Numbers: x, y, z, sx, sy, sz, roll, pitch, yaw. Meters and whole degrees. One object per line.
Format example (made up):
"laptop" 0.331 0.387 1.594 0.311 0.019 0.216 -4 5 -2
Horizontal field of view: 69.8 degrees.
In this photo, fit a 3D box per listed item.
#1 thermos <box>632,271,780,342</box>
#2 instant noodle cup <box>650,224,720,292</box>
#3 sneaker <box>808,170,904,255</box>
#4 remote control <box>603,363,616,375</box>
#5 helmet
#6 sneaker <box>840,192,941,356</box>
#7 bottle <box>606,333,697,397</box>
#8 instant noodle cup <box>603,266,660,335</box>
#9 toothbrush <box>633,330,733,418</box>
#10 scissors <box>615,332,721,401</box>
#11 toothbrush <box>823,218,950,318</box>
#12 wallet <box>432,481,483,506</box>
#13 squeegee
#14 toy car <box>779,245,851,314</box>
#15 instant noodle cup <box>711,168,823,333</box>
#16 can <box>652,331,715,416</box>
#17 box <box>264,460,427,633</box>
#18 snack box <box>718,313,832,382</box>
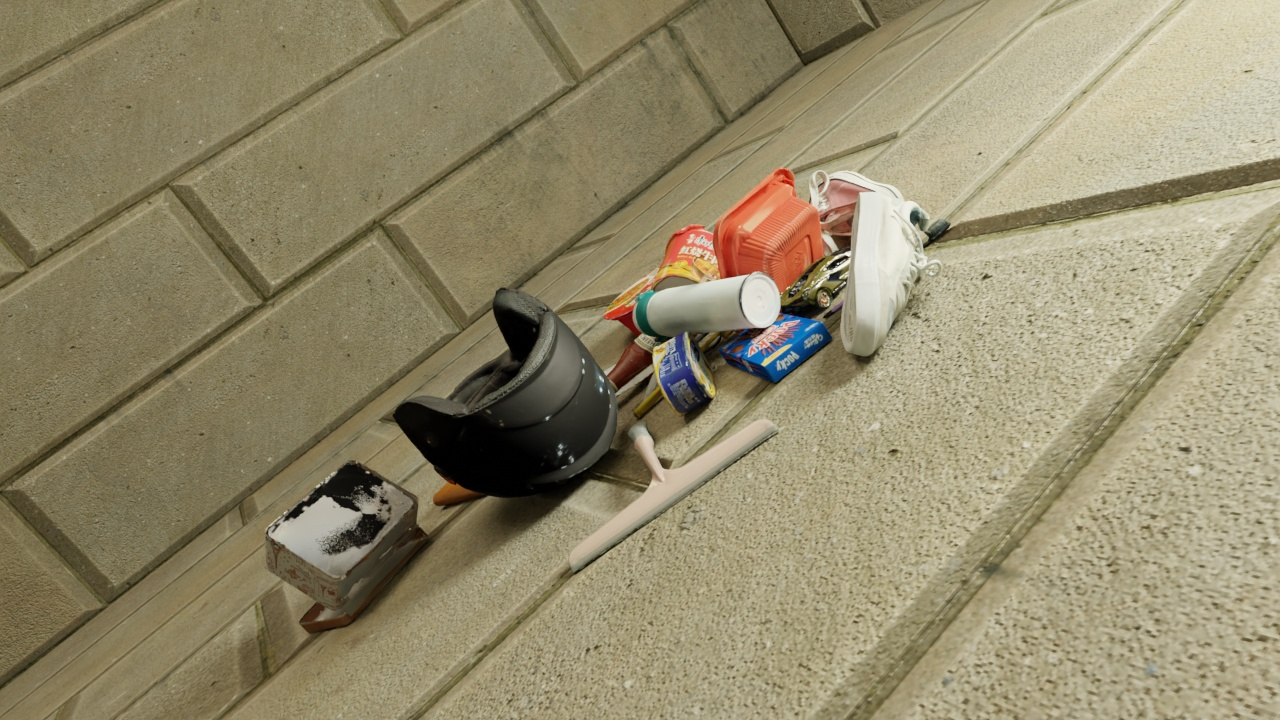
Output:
"thermos" 0.076 -0.064 1.178 0.073 0.073 0.225 -44 23 -31
"instant noodle cup" 0.082 -0.113 1.367 0.138 0.138 0.108 -22 29 43
"sneaker" 0.275 -0.207 1.270 0.087 0.118 0.241 -17 18 -9
"remote control" -0.061 0.036 1.413 0.136 0.020 0.055 -31 14 20
"helmet" -0.162 0.061 1.153 0.232 0.230 0.276 -53 14 -32
"sneaker" 0.267 -0.091 0.976 0.091 0.090 0.241 9 47 9
"bottle" -0.008 0.008 1.303 0.205 0.060 0.060 -40 15 -18
"instant noodle cup" 0.031 -0.105 1.565 0.194 0.066 0.193 -33 16 10
"toothbrush" 0.061 0.011 1.221 0.189 0.016 0.016 -43 -19 -18
"scissors" 0.035 -0.005 1.255 0.175 0.014 0.159 -14 51 3
"toothbrush" 0.291 -0.109 1.090 0.189 0.017 0.014 -37 14 0
"wallet" -0.241 0.169 1.389 0.131 0.035 0.118 -21 26 43
"squeegee" 0.008 0.101 1.017 0.247 0.040 0.249 -36 14 1
"toy car" 0.236 -0.107 1.161 0.157 0.042 0.070 -39 15 -25
"instant noodle cup" 0.175 -0.138 1.196 0.079 0.189 0.164 24 56 37
"can" 0.053 0.014 1.120 0.049 0.074 0.148 -29 16 11
"box" -0.404 0.276 1.281 0.182 0.153 0.181 -47 -19 -48
"snack box" 0.156 -0.019 1.084 0.084 0.026 0.157 -37 14 -7
